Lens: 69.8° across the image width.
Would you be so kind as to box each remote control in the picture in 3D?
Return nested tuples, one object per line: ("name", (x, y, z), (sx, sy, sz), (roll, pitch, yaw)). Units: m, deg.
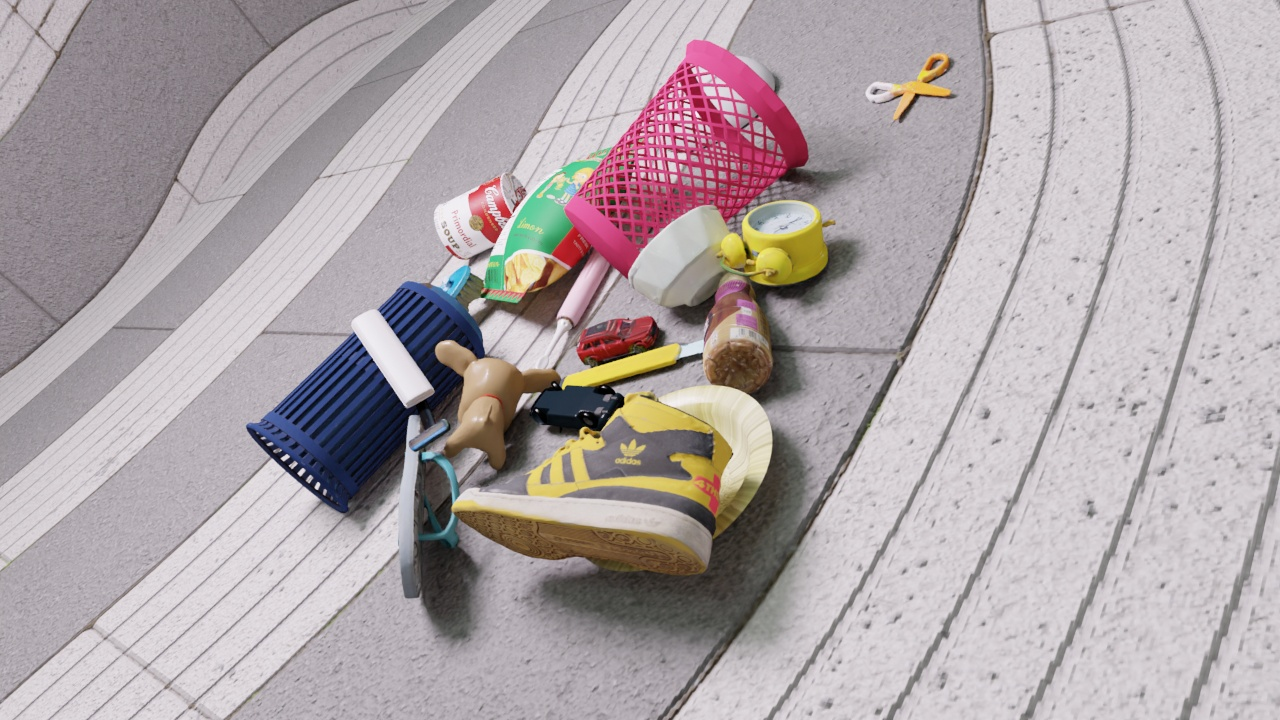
("remote control", (-0.262, -0.004, 0.966), (0.033, 0.012, 0.131), (-31, 61, -18))

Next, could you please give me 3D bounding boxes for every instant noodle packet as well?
("instant noodle packet", (-0.103, -0.173, 1.141), (0.252, 0.090, 0.196), (-53, 22, -10))

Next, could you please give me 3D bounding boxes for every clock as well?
("clock", (0.128, -0.106, 0.877), (0.118, 0.057, 0.083), (-34, 41, -27))

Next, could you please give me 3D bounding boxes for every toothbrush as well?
("toothbrush", (-0.075, -0.065, 1.054), (0.027, 0.027, 0.221), (-52, 10, 52))

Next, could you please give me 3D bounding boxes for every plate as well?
("plate", (0.028, 0.101, 0.742), (0.185, 0.036, 0.184), (-24, 35, 18))

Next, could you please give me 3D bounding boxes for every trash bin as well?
("trash bin", (-0.296, 0.032, 1.032), (0.139, 0.139, 0.249), (10, 52, 48))

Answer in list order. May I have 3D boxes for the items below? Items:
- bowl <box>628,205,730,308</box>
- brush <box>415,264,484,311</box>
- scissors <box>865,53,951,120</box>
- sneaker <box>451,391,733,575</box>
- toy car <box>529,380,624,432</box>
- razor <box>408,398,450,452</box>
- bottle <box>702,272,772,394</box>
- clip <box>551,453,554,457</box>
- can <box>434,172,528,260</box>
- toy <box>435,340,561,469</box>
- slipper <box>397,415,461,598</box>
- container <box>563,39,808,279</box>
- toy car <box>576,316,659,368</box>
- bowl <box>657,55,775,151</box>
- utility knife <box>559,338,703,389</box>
("bowl", (0.051, -0.095, 0.925), (0.117, 0.117, 0.061), (-39, 76, -6))
("brush", (-0.263, -0.070, 1.160), (0.136, 0.075, 0.055), (-48, 32, 9))
("scissors", (0.302, -0.307, 1.037), (0.128, 0.011, 0.125), (-1, 45, 44))
("sneaker", (-0.037, 0.087, 0.700), (0.239, 0.086, 0.121), (0, 53, 36))
("toy car", (-0.060, 0.047, 0.892), (0.112, 0.034, 0.046), (2, 49, 42))
("razor", (-0.213, 0.060, 0.919), (0.042, 0.022, 0.144), (-32, 21, -8))
("bottle", (0.088, -0.034, 0.841), (0.060, 0.059, 0.165), (-23, 26, 18))
("clip", (-0.049, 0.093, 0.836), (0.078, 0.023, 0.050), (-19, 38, 27))
("can", (-0.221, -0.204, 1.308), (0.117, 0.086, 0.086), (-22, 35, 19))
("toy", (-0.154, 0.049, 0.928), (0.108, 0.134, 0.106), (-86, 16, -49))
("slipper", (-0.200, 0.137, 0.875), (0.054, 0.098, 0.268), (-1, 20, -13))
("container", (0.039, -0.201, 1.008), (0.225, 0.183, 0.183), (-46, 34, -2))
("toy car", (-0.023, -0.022, 0.949), (0.091, 0.036, 0.042), (-11, 39, 24))
("bowl", (0.090, -0.363, 1.247), (0.177, 0.066, 0.176), (-24, 35, 17))
("utility knife", (-0.005, 0.005, 0.911), (0.192, 0.018, 0.030), (-19, 41, 30))
